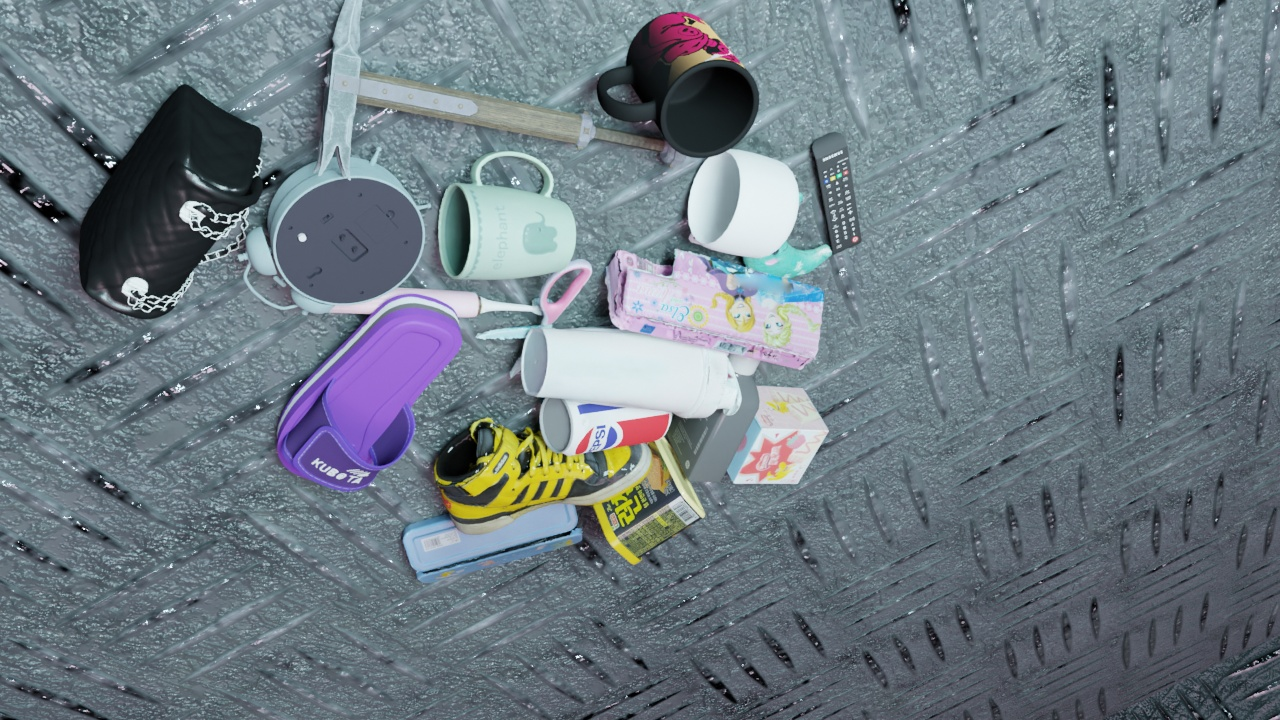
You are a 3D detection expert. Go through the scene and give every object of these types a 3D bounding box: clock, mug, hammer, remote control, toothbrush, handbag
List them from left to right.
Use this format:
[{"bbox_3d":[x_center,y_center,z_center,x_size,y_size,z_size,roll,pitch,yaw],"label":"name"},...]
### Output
[{"bbox_3d":[-0.339,-0.103,0.693,0.154,0.125,0.114,-41,133,16],"label":"handbag"},{"bbox_3d":[-0.257,-0.101,0.769,0.159,0.045,0.122,-36,138,1],"label":"clock"},{"bbox_3d":[-0.186,-0.054,0.869,0.222,0.026,0.027,1,149,-24],"label":"toothbrush"},{"bbox_3d":[-0.114,-0.126,0.802,0.103,0.084,0.111,-3,104,-30],"label":"mug"},{"bbox_3d":[-0.095,-0.203,0.754,0.316,0.028,0.147,3,105,-30],"label":"hammer"},{"bbox_3d":[0.023,-0.222,0.746,0.118,0.098,0.082,-13,134,-11],"label":"mug"},{"bbox_3d":[0.090,-0.139,0.858,0.068,0.094,0.116,7,150,-29],"label":"mug"},{"bbox_3d":[0.199,-0.164,0.928,0.033,0.015,0.147,-24,135,0],"label":"remote control"}]

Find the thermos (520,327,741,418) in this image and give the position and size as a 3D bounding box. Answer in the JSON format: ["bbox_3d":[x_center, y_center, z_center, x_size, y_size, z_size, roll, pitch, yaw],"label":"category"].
[{"bbox_3d":[-0.005,0.005,0.926,0.220,0.099,0.100,5,128,-28],"label":"thermos"}]

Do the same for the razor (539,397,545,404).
[{"bbox_3d":[-0.045,0.015,0.993,0.144,0.022,0.042,-29,134,6],"label":"razor"}]

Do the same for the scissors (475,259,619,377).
[{"bbox_3d":[-0.076,-0.035,0.918,0.176,0.013,0.171,5,136,-40],"label":"scissors"}]

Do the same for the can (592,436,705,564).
[{"bbox_3d":[0.001,0.150,1.060,0.101,0.130,0.072,-33,134,6],"label":"can"}]

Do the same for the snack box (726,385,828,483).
[{"bbox_3d":[0.154,0.090,1.098,0.094,0.079,0.093,4,128,-24],"label":"snack box"}]

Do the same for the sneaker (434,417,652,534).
[{"bbox_3d":[-0.112,0.109,1.003,0.238,0.086,0.122,-19,139,0],"label":"sneaker"}]

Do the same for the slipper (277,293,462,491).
[{"bbox_3d":[-0.262,0.056,0.877,0.107,0.084,0.267,20,127,-39],"label":"slipper"}]

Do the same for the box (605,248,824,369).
[{"bbox_3d":[0.083,-0.057,0.914,0.230,0.084,0.071,12,138,-25],"label":"box"}]

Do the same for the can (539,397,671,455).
[{"bbox_3d":[-0.036,0.060,0.982,0.131,0.070,0.070,-6,134,-37],"label":"can"}]

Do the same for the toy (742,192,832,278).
[{"bbox_3d":[0.145,-0.117,0.937,0.085,0.033,0.105,-32,136,8],"label":"toy"}]

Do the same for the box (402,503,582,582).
[{"bbox_3d":[-0.174,0.221,1.116,0.209,0.043,0.125,-14,133,-7],"label":"box"}]

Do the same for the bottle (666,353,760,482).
[{"bbox_3d":[0.090,0.048,1.033,0.046,0.083,0.174,5,128,-26],"label":"bottle"}]
